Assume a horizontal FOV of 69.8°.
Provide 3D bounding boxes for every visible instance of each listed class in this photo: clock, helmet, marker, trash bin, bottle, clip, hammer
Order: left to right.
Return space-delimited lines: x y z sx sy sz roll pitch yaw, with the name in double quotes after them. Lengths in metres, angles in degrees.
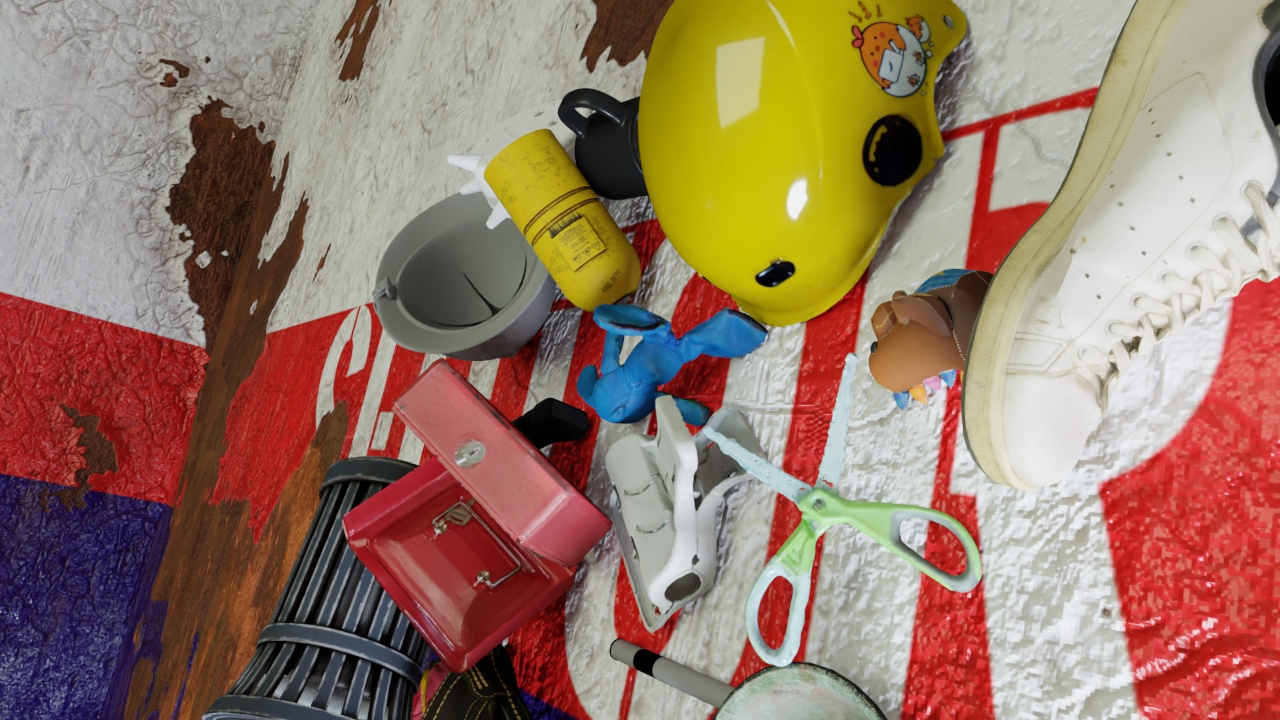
-0.237 0.210 0.778 0.165 0.164 0.226 -30 37 45 "trash bin"
-0.175 0.106 0.855 0.334 0.117 0.025 -29 48 39 "hammer"
-0.146 -0.058 0.880 0.183 0.118 0.270 -25 40 2 "helmet"
-0.094 -0.197 0.855 0.161 0.073 0.125 -31 36 -8 "clock"
-0.055 -0.103 0.753 0.071 0.070 0.164 -38 85 40 "bottle"
0.018 0.093 0.617 0.143 0.072 0.124 -61 35 32 "clip"
0.025 0.201 0.583 0.141 0.016 0.016 -1 73 55 "marker"
0.072 -0.154 0.582 0.209 0.139 0.240 11 83 57 "helmet"

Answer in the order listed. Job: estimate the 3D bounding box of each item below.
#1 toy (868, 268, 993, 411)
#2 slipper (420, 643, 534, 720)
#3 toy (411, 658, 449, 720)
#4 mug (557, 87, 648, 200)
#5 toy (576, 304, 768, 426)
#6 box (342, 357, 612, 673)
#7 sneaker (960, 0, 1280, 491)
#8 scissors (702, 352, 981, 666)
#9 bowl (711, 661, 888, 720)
0.160 0.005 0.470 0.090 0.070 0.103 -44 63 54 "toy"
-0.128 0.285 0.661 0.268 0.075 0.113 -133 61 -70 "slipper"
-0.180 0.306 0.807 0.084 0.046 0.103 -38 50 24 "toy"
-0.013 -0.182 0.744 0.088 0.113 0.078 6 70 56 "mug"
-0.004 0.004 0.658 0.177 0.112 0.070 -37 30 53 "toy"
-0.119 0.099 0.679 0.157 0.153 0.169 39 141 24 "box"
0.222 -0.049 0.370 0.102 0.088 0.241 24 90 49 "sneaker"
0.093 0.080 0.485 0.171 0.022 0.174 28 92 37 "scissors"
0.088 0.233 0.453 0.158 0.038 0.157 -31 50 45 "bowl"
